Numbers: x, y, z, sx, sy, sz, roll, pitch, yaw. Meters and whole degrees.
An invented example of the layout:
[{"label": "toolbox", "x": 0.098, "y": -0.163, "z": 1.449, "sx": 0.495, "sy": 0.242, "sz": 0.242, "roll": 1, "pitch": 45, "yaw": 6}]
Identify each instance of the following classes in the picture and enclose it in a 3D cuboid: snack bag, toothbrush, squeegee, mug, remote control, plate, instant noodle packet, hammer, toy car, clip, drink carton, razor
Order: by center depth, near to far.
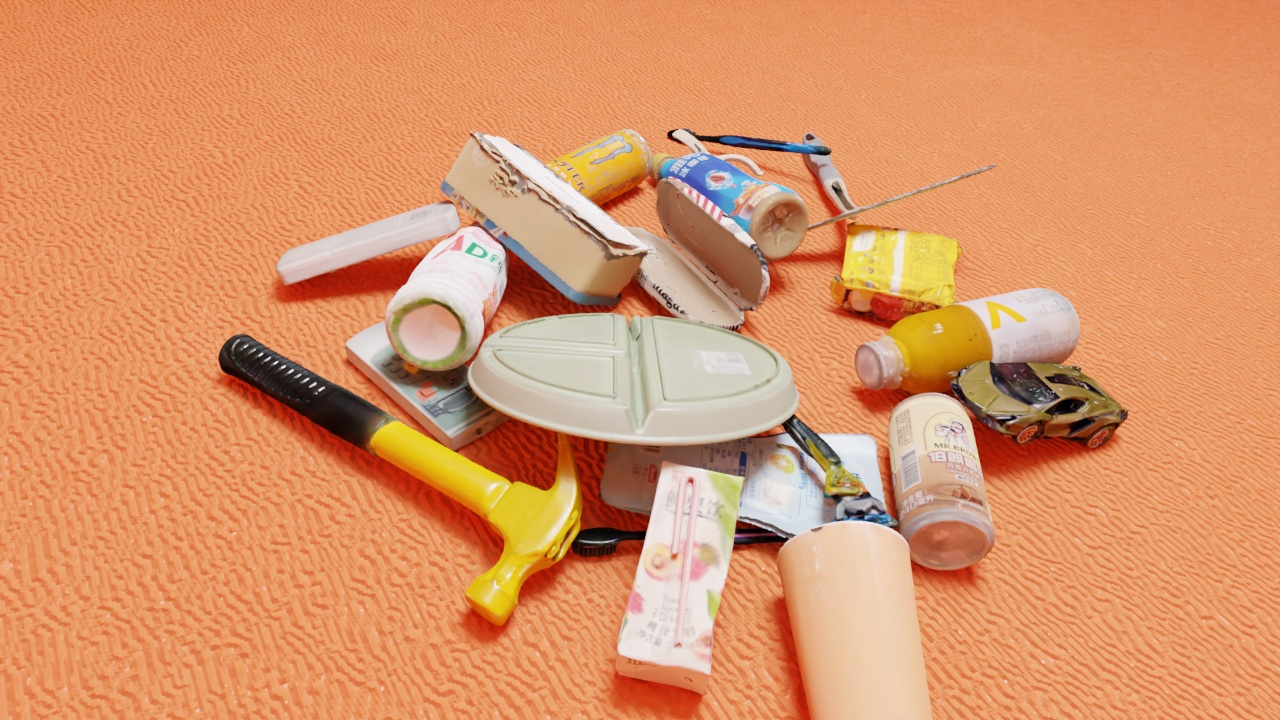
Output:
[{"label": "mug", "x": 0.120, "y": 0.161, "z": 0.505, "sx": 0.078, "sy": 0.078, "sz": 0.122, "roll": 4, "pitch": 46, "yaw": -4}, {"label": "drink carton", "x": 0.024, "y": 0.121, "z": 0.529, "sx": 0.053, "sy": 0.046, "sz": 0.122, "roll": 12, "pitch": 58, "yaw": 5}, {"label": "toothbrush", "x": 0.047, "y": 0.116, "z": 0.593, "sx": 0.189, "sy": 0.018, "sz": 0.014, "roll": 1, "pitch": 41, "yaw": -13}, {"label": "hammer", "x": -0.167, "y": 0.050, "z": 0.605, "sx": 0.301, "sy": 0.033, "sz": 0.128, "roll": 24, "pitch": 59, "yaw": 23}, {"label": "razor", "x": 0.115, "y": 0.059, "z": 0.607, "sx": 0.042, "sy": 0.022, "sz": 0.142, "roll": -2, "pitch": 35, "yaw": -27}, {"label": "snack bag", "x": 0.071, "y": 0.076, "z": 0.619, "sx": 0.191, "sy": 0.039, "sz": 0.110, "roll": 9, "pitch": 27, "yaw": 0}, {"label": "plate", "x": -0.004, "y": 0.004, "z": 0.637, "sx": 0.230, "sy": 0.027, "sz": 0.230, "roll": 4, "pitch": 18, "yaw": -1}, {"label": "remote control", "x": -0.158, "y": 0.013, "z": 0.673, "sx": 0.135, "sy": 0.019, "sz": 0.056, "roll": 36, "pitch": 48, "yaw": 29}, {"label": "toy car", "x": 0.300, "y": 0.030, "z": 0.688, "sx": 0.158, "sy": 0.042, "sz": 0.070, "roll": 1, "pitch": 38, "yaw": -32}, {"label": "remote control", "x": -0.221, "y": -0.097, "z": 0.753, "sx": 0.150, "sy": 0.021, "sz": 0.058, "roll": -18, "pitch": 24, "yaw": -3}, {"label": "instant noodle packet", "x": 0.232, "y": -0.080, "z": 0.824, "sx": 0.111, "sy": 0.044, "sz": 0.128, "roll": 14, "pitch": 38, "yaw": 11}, {"label": "squeegee", "x": 0.196, "y": -0.180, "z": 0.931, "sx": 0.247, "sy": 0.039, "sz": 0.246, "roll": -18, "pitch": 29, "yaw": 8}, {"label": "clip", "x": 0.073, "y": -0.196, "z": 0.939, "sx": 0.100, "sy": 0.072, "sz": 0.034, "roll": 27, "pitch": 45, "yaw": 13}, {"label": "toothbrush", "x": 0.114, "y": -0.234, "z": 0.984, "sx": 0.190, "sy": 0.014, "sz": 0.016, "roll": 13, "pitch": 26, "yaw": 26}]

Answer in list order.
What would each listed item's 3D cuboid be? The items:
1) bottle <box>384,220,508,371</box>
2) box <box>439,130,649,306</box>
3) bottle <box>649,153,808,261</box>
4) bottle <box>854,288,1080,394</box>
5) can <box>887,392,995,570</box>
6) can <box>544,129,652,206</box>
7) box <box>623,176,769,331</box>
[{"label": "bottle", "x": -0.140, "y": -0.063, "z": 0.716, "sx": 0.068, "sy": 0.068, "sz": 0.196, "roll": 7, "pitch": 28, "yaw": 0}, {"label": "box", "x": -0.075, "y": -0.114, "z": 0.761, "sx": 0.184, "sy": 0.062, "sz": 0.089, "roll": 43, "pitch": 18, "yaw": 19}, {"label": "bottle", "x": 0.069, "y": -0.154, "z": 0.855, "sx": 0.065, "sy": 0.065, "sz": 0.219, "roll": -14, "pitch": 30, "yaw": -24}, {"label": "bottle", "x": 0.259, "y": -0.012, "z": 0.729, "sx": 0.189, "sy": 0.068, "sz": 0.068, "roll": -11, "pitch": 44, "yaw": -21}, {"label": "can", "x": 0.200, "y": 0.080, "z": 0.619, "sx": 0.058, "sy": 0.059, "sz": 0.116, "roll": 9, "pitch": 40, "yaw": 2}, {"label": "can", "x": -0.054, "y": -0.173, "z": 0.878, "sx": 0.058, "sy": 0.058, "sz": 0.145, "roll": 32, "pitch": 46, "yaw": 26}, {"label": "box", "x": 0.036, "y": -0.087, "z": 0.781, "sx": 0.086, "sy": 0.076, "sz": 0.162, "roll": -26, "pitch": 51, "yaw": -22}]
